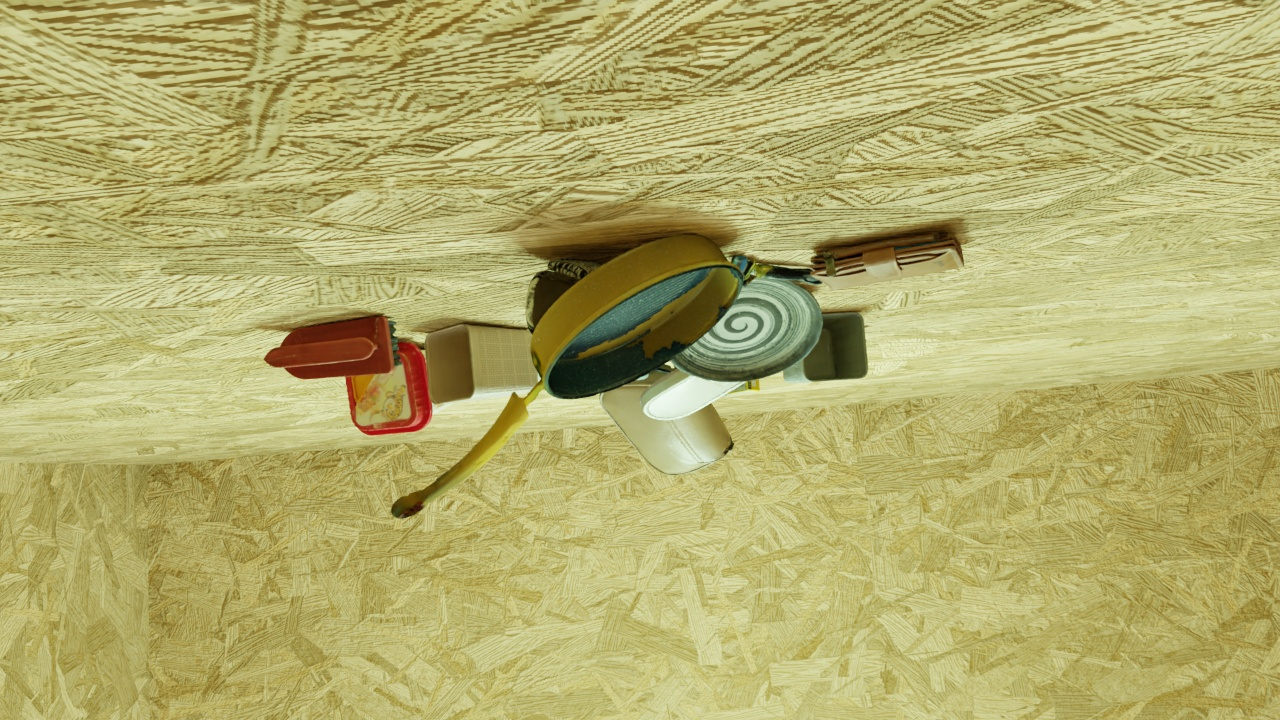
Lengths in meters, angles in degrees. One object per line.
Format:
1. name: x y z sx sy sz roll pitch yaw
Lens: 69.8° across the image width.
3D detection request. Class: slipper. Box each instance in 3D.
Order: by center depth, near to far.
1. slipper: 0.100 -0.012 1.112 0.114 0.054 0.275 15 138 -39

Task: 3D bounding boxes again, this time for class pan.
1. pan: -0.064 0.017 0.788 0.357 0.078 0.198 -28 161 -7

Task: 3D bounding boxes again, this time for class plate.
1. plate: 0.108 -0.038 1.005 0.179 0.024 0.180 -3 141 -2

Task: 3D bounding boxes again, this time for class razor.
1. razor: 0.131 -0.085 0.898 0.142 0.022 0.043 -3 129 -38

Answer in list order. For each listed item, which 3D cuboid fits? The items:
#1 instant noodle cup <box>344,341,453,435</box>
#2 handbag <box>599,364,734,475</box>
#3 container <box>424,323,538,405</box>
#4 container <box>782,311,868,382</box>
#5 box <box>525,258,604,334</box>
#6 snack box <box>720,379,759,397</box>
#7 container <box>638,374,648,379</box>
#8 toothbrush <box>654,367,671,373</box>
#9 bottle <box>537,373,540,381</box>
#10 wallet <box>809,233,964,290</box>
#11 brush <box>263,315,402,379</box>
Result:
1. instant noodle cup: -0.312 0.033 1.217 0.117 0.116 0.124 -6 -176 17
2. handbag: 0.039 0.074 1.328 0.148 0.099 0.204 -7 134 33
3. container: -0.193 0.005 1.135 0.090 0.090 0.110 -11 173 41
4. container: 0.245 -0.013 1.256 0.090 0.090 0.114 -3 175 -9
5. box: -0.035 -0.051 0.839 0.086 0.075 0.161 -3 173 29
6. snack box: 0.110 0.011 1.351 0.141 0.087 0.033 -12 169 43
7. container: -0.044 -0.015 1.071 0.090 0.090 0.111 -7 175 19
8. toothbrush: -0.007 0.007 1.221 0.189 0.018 0.014 14 -176 4
9. bottle: -0.148 0.005 1.241 0.108 0.063 0.063 -3 172 -12
10. wallet: 0.230 -0.094 0.860 0.131 0.035 0.119 -8 177 24
11. brush: -0.342 -0.011 1.014 0.146 0.063 0.069 -5 -176 19
